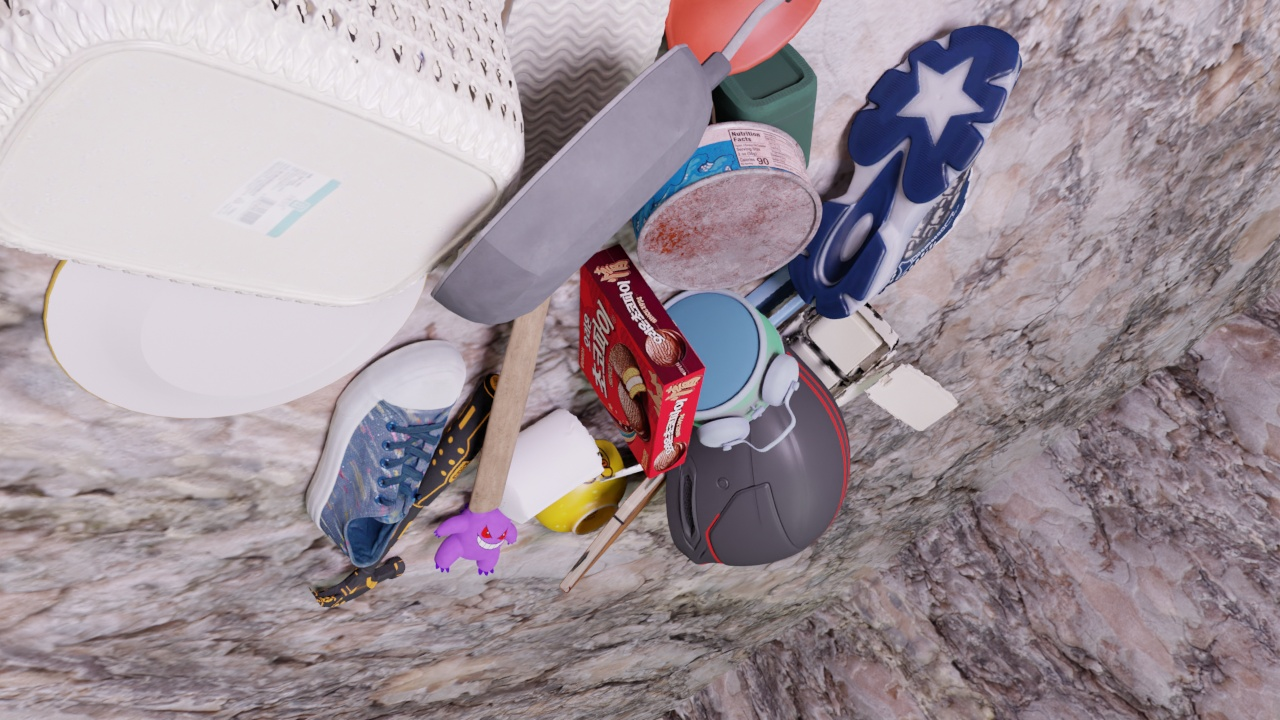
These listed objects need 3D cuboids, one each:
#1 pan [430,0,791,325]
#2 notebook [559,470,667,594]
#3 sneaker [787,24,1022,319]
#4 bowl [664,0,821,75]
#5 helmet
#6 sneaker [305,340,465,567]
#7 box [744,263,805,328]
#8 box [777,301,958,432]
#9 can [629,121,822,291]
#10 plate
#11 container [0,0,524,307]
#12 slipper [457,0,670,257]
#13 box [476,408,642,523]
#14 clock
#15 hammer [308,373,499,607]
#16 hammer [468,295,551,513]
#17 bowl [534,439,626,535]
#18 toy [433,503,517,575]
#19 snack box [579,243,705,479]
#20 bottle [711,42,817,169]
[{"bbox_3d":[0.031,-0.144,0.487,0.356,0.041,0.179,-47,-171,-12],"label":"pan"},{"bbox_3d":[0.007,0.146,1.019,0.248,0.014,0.179,-40,168,-52],"label":"notebook"},{"bbox_3d":[0.242,-0.156,0.791,0.132,0.103,0.270,-12,140,-44],"label":"sneaker"},{"bbox_3d":[0.059,-0.232,0.551,0.122,0.035,0.122,-25,152,-15],"label":"bowl"},{"bbox_3d":[0.130,0.105,0.951,0.163,0.170,0.265,-32,124,-57],"label":"helmet"},{"bbox_3d":[-0.204,0.083,0.738,0.087,0.079,0.236,-3,140,-45],"label":"sneaker"},{"bbox_3d":[0.172,-0.074,0.915,0.210,0.049,0.066,-39,155,12],"label":"box"},{"bbox_3d":[0.231,0.003,0.993,0.146,0.185,0.095,-45,-166,42],"label":"box"},{"bbox_3d":[0.057,-0.104,0.640,0.130,0.044,0.130,-9,151,-5],"label":"can"},{"bbox_3d":[-0.240,-0.031,0.578,0.229,0.021,0.230,-25,152,-15],"label":"plate"},{"bbox_3d":[-0.165,-0.121,0.381,0.185,0.142,0.245,-33,156,30],"label":"container"},{"bbox_3d":[-0.055,-0.146,0.553,0.114,0.052,0.264,-11,140,-35],"label":"slipper"},{"bbox_3d":[-0.065,0.101,0.883,0.162,0.112,0.085,-35,173,-24],"label":"box"},{"bbox_3d":[0.077,0.013,0.826,0.122,0.161,0.075,-43,151,9],"label":"clock"},{"bbox_3d":[-0.207,0.129,0.852,0.321,0.036,0.123,-50,161,28],"label":"hammer"},{"bbox_3d":[-0.097,0.002,0.726,0.119,0.030,0.332,-9,136,-33],"label":"hammer"},{"bbox_3d":[-0.064,0.148,1.004,0.117,0.067,0.117,-25,152,-15],"label":"bowl"},{"bbox_3d":[-0.167,0.174,0.954,0.106,0.056,0.088,18,121,-44],"label":"toy"},{"bbox_3d":[-0.005,0.004,0.763,0.035,0.132,0.152,-23,151,-18],"label":"snack box"},{"bbox_3d":[0.088,-0.161,0.668,0.061,0.061,0.131,-26,152,-9],"label":"bottle"}]
